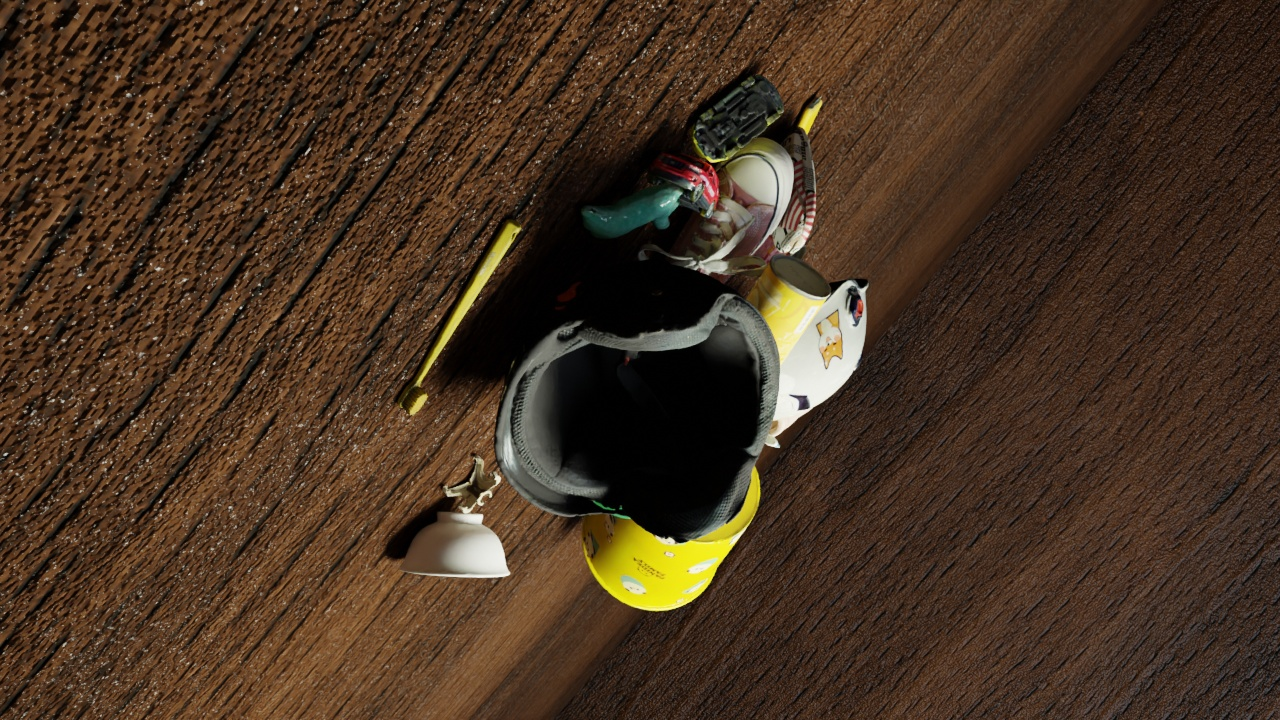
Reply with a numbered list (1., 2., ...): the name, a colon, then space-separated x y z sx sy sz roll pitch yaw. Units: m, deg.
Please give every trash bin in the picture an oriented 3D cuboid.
1. trash bin: 0.047 0.226 1.366 0.229 0.229 0.256 -39 167 -30

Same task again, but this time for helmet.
1. helmet: -0.008 0.025 0.855 0.274 0.230 0.234 -16 117 -9
2. helmet: 0.165 -0.008 1.122 0.273 0.157 0.231 -11 180 -40

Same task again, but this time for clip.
1. clip: -0.187 0.145 0.994 0.095 0.035 0.102 -41 169 -38

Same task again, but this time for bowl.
1. bowl: -0.200 0.198 0.998 0.118 0.118 0.064 31 61 -73

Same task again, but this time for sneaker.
1. sneaker: 0.073 -0.119 0.955 0.242 0.118 0.087 -53 -176 32

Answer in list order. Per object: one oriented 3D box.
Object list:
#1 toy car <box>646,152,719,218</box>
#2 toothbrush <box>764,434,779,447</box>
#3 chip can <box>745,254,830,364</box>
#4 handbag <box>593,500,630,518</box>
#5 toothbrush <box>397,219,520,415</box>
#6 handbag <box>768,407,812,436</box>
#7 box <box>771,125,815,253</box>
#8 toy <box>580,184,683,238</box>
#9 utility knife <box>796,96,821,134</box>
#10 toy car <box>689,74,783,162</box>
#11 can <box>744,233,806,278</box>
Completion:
1. toy car: 0.044 -0.168 0.856 0.045 0.053 0.120 -67 167 4
2. toothbrush: 0.093 0.058 1.187 0.026 0.221 0.027 31 90 -53
3. chip can: 0.114 -0.006 0.961 0.071 0.072 0.214 -26 152 -52
4. handbag: -0.023 0.135 1.210 0.120 0.131 0.068 -43 166 -27
5. toothbrush: -0.146 -0.032 0.738 0.190 0.016 0.015 -55 163 20
6. handbag: 0.139 0.040 1.337 0.093 0.193 0.235 -31 165 -29
7. box: 0.162 -0.188 0.999 0.069 0.052 0.164 -44 -147 45
8. toy: -0.003 -0.130 0.814 0.092 0.030 0.096 -20 167 5
9. utility knife: 0.175 -0.243 1.081 0.033 0.015 0.157 -41 161 -45
10. toy car: 0.089 -0.225 0.857 0.105 0.048 0.032 -42 -170 -21
11. can: 0.142 -0.139 1.086 0.066 0.094 0.067 -43 162 -18
